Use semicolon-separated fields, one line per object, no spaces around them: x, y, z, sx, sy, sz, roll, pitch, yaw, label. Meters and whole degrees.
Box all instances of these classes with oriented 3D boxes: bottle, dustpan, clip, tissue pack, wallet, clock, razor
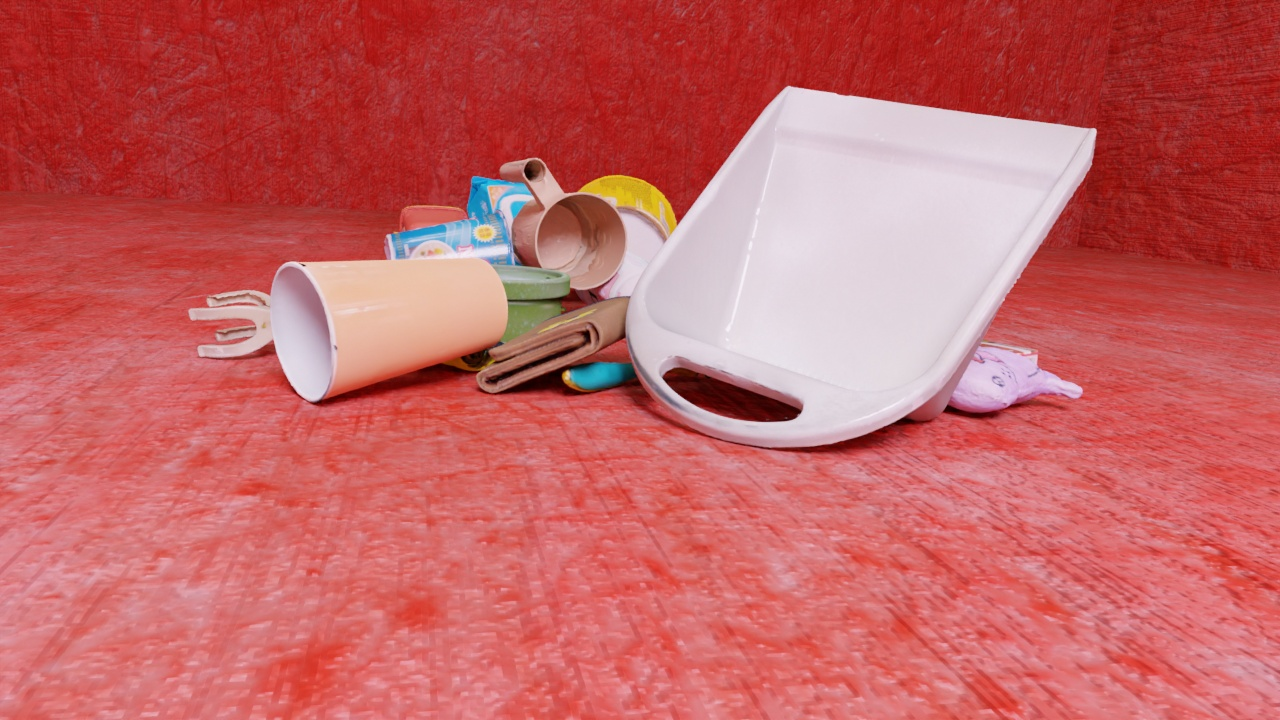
-0.014;-0.065;0.851;0.068;0.068;0.197;1;14;-16;bottle
0.114;-0.066;0.553;0.223;0.257;0.142;20;-2;32;dustpan
-0.250;-0.032;0.630;0.104;0.035;0.083;-13;21;-18;clip
-0.131;-0.133;0.997;0.089;0.140;0.063;-3;-17;-35;tissue pack
-0.049;-0.012;0.600;0.090;0.033;0.115;-20;7;17;wallet
-0.132;-0.044;0.730;0.161;0.056;0.116;1;11;-13;clock
-0.004;0.004;0.602;0.132;0.043;0.028;-12;-14;-46;razor

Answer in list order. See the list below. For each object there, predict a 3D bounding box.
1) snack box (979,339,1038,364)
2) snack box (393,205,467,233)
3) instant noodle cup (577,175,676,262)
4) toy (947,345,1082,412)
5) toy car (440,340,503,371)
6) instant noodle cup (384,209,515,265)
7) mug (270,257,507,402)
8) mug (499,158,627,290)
0.232;-0.008;0.744;0.075;0.025;0.153;-5;14;-38;snack box
-0.218;-0.112;0.967;0.082;0.091;0.080;0;19;-14;snack box
-0.022;-0.129;1.025;0.138;0.138;0.109;3;21;-5;instant noodle cup
0.230;0.013;0.604;0.107;0.039;0.084;-5;23;-42;toy
-0.143;-0.011;0.625;0.105;0.032;0.048;15;11;-5;toy car
-0.182;-0.089;0.871;0.109;0.099;0.099;-9;15;-18;instant noodle cup
-0.144;-0.025;0.545;0.122;0.078;0.078;-13;20;-43;mug
-0.079;-0.126;0.827;0.084;0.124;0.103;-39;21;-11;mug
